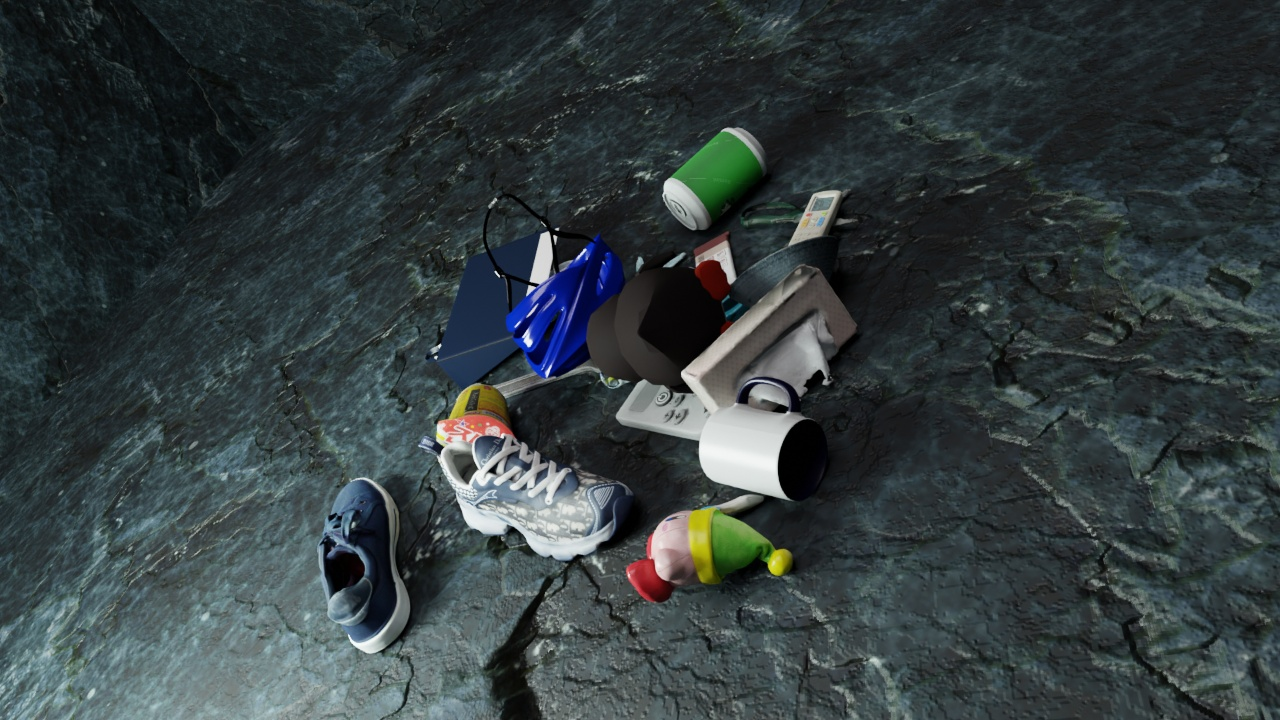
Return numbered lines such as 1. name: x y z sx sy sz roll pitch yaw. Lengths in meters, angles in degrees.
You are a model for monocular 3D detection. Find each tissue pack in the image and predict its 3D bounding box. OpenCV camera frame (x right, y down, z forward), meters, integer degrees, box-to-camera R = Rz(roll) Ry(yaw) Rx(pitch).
1. tissue pack: 0.144 -0.005 0.962 0.181 0.104 0.071 -42 19 -10

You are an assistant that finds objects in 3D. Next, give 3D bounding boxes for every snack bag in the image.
1. snack bag: 0.098 -0.122 1.197 0.057 0.013 0.157 -29 28 16

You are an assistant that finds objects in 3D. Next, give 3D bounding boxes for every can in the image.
1. can: 0.105 -0.255 1.289 0.139 0.088 0.088 -43 35 -8

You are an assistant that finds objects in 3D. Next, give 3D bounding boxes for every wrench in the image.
1. wrench: -0.148 0.028 1.258 0.274 0.010 0.069 -18 39 26

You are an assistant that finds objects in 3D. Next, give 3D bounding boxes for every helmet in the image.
1. helmet: -0.125 -0.102 1.183 0.148 0.227 0.240 -37 18 45

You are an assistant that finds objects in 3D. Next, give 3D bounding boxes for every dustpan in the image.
1. dustpan: -0.236 -0.064 1.398 0.274 0.080 0.235 -17 41 21

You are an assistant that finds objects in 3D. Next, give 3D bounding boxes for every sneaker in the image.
1. sneaker: -0.361 0.219 1.131 0.121 0.127 0.294 -38 32 1
2. sneaker: -0.132 0.133 1.015 0.270 0.132 0.103 2 49 42

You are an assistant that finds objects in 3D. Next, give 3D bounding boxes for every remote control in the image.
1. remote control: 0.041 0.050 1.054 0.151 0.019 0.074 7 54 46
2. remote control: 0.213 -0.166 1.114 0.038 0.018 0.125 0 43 33

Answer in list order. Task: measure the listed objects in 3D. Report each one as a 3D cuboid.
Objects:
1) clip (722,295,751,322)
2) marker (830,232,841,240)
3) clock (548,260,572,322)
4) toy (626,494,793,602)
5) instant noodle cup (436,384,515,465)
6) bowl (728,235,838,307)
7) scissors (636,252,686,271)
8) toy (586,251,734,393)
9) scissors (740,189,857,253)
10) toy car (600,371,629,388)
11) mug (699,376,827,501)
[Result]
1. clip: 0.090 -0.048 1.121 0.116 0.026 0.097 -41 37 -4
2. marker: 0.178 -0.116 1.131 0.152 0.011 0.011 -30 35 12
3. clock: -0.114 -0.102 1.350 0.119 0.042 0.094 -25 35 18
4. toy: 0.067 0.177 0.856 0.132 0.097 0.124 -34 -6 18
5. instant noodle cup: -0.206 0.087 1.180 0.100 0.100 0.112 -31 25 10
6. bowl: 0.173 -0.081 1.036 0.137 0.137 0.057 -28 75 14
7. scissors: -0.002 -0.091 1.264 0.170 0.013 0.176 -33 33 3
8. toy: 0.001 -0.030 1.044 0.139 0.159 0.184 -16 1 -39
9. scissors: 0.175 -0.163 1.171 0.201 0.015 0.206 -40 30 -16
10. toy car: -0.007 0.007 1.138 0.090 0.027 0.038 -22 46 7
11. mug: 0.120 0.072 0.887 0.097 0.078 0.112 8 93 46
